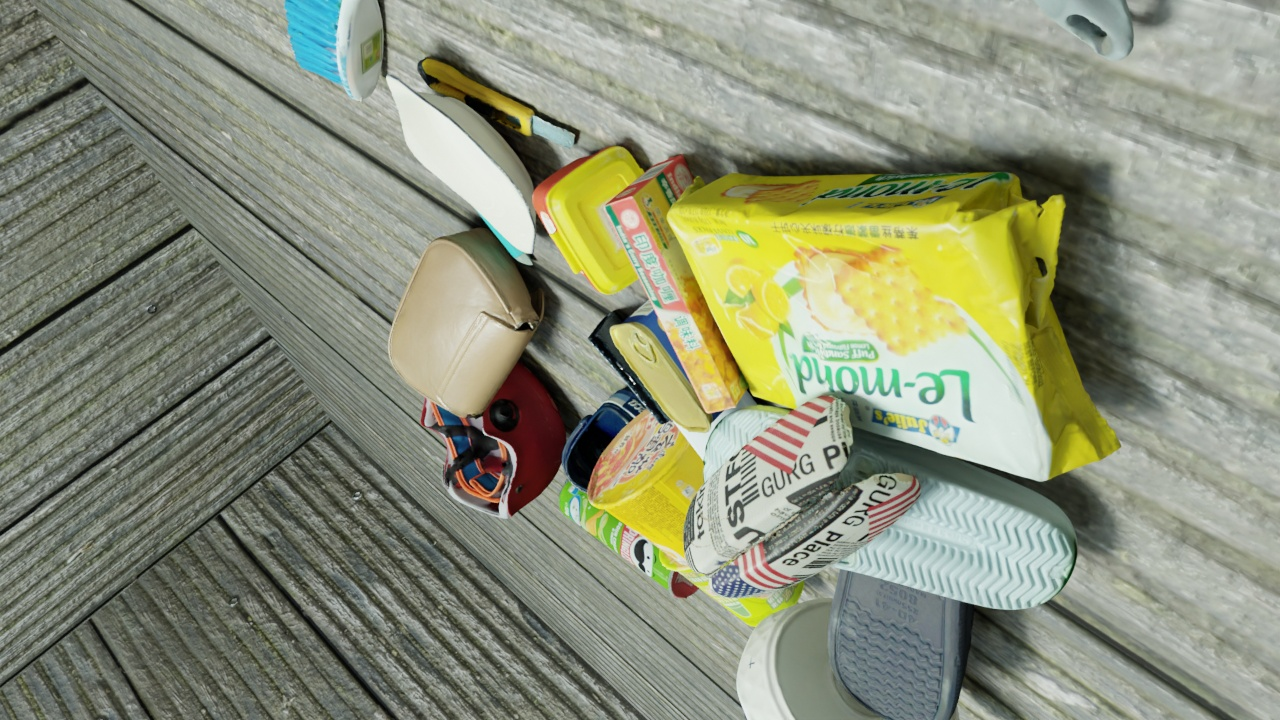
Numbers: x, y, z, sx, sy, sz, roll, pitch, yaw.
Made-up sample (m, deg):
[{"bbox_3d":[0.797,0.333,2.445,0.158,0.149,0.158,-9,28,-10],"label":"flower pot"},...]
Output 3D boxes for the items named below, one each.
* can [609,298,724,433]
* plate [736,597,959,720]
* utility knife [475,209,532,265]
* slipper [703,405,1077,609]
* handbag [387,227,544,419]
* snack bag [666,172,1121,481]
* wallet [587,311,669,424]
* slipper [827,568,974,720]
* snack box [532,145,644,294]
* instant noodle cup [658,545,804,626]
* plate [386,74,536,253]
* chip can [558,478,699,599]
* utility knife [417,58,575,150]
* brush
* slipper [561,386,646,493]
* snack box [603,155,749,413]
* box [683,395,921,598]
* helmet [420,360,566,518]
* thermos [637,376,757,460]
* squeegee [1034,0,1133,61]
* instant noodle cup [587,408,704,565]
[{"bbox_3d":[0.041,-0.011,0.683,0.102,0.083,0.057,54,157,-15],"label":"can"},{"bbox_3d":[0.188,0.294,0.803,0.205,0.204,0.046,39,131,21],"label":"plate"},{"bbox_3d":[-0.165,-0.165,0.898,0.182,0.013,0.029,52,155,-15],"label":"utility knife"},{"bbox_3d":[0.155,0.086,0.601,0.246,0.074,0.104,15,117,27],"label":"slipper"},{"bbox_3d":[-0.185,-0.040,0.990,0.148,0.099,0.205,48,130,12],"label":"handbag"},{"bbox_3d":[0.128,-0.033,0.507,0.247,0.068,0.158,17,142,53],"label":"snack bag"},{"bbox_3d":[-0.005,0.005,0.813,0.097,0.019,0.120,49,-169,-6],"label":"wallet"},{"bbox_3d":[0.214,0.174,0.701,0.111,0.083,0.269,26,131,39],"label":"slipper"},{"bbox_3d":[-0.033,-0.103,0.674,0.091,0.082,0.080,59,166,-24],"label":"snack box"},{"bbox_3d":[0.098,0.201,0.920,0.123,0.111,0.112,48,160,-20],"label":"instant noodle cup"},{"bbox_3d":[-0.144,-0.174,0.793,0.163,0.034,0.164,42,167,4],"label":"plate"},{"bbox_3d":[-0.013,0.224,1.200,0.236,0.072,0.072,26,150,44],"label":"chip can"},{"bbox_3d":[-0.121,-0.207,0.741,0.202,0.015,0.033,32,157,33],"label":"utility knife"},{"bbox_3d":[-0.236,-0.311,0.740,0.109,0.060,0.315,41,156,2],"label":"brush"},{"bbox_3d":[-0.033,0.110,1.020,0.105,0.095,0.253,48,155,6],"label":"slipper"},{"bbox_3d":[0.035,-0.050,0.610,0.027,0.076,0.156,-14,113,36],"label":"snack box"},{"bbox_3d":[0.095,0.094,0.567,0.086,0.075,0.163,27,132,-20],"label":"box"},{"bbox_3d":[-0.183,0.071,1.171,0.207,0.143,0.240,-5,108,56],"label":"helmet"},{"bbox_3d":[0.090,0.079,0.774,0.224,0.073,0.073,53,158,-14],"label":"thermos"},{"bbox_3d":[0.087,-0.198,0.343,0.249,0.040,0.248,40,173,5],"label":"squeegee"},{"bbox_3d":[0.037,0.115,0.854,0.110,0.137,0.138,46,160,-19],"label":"instant noodle cup"}]
